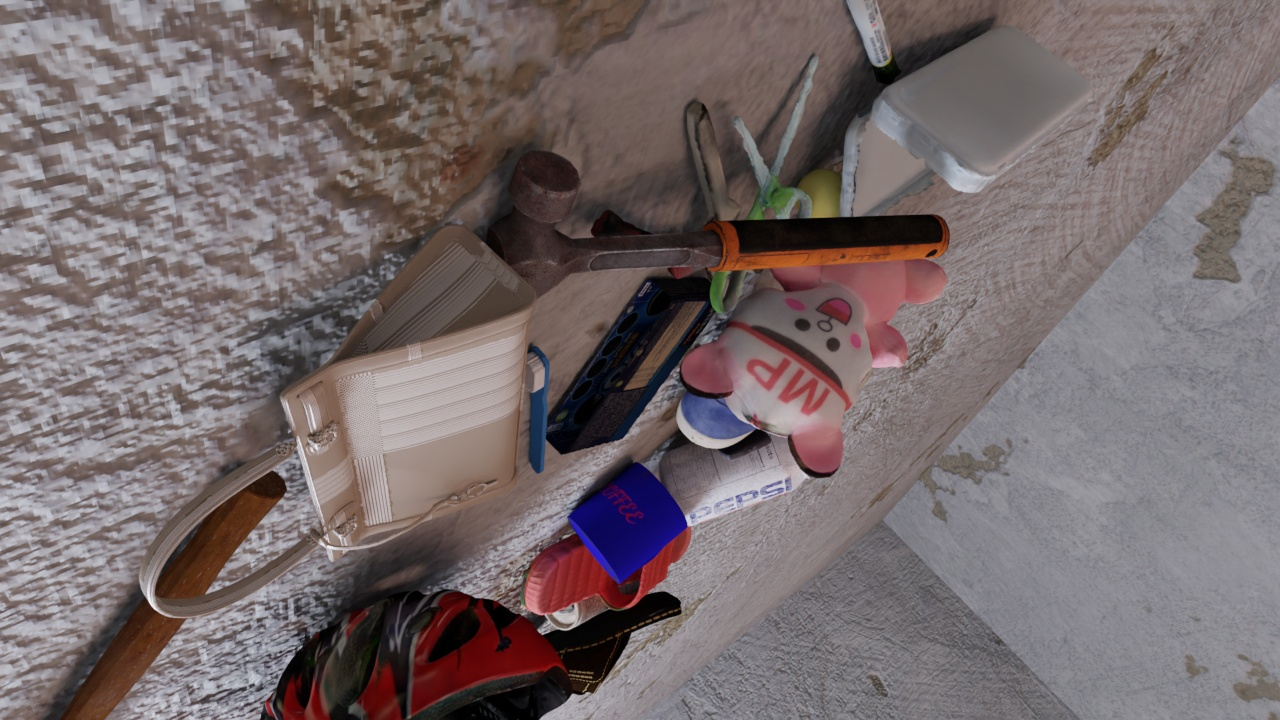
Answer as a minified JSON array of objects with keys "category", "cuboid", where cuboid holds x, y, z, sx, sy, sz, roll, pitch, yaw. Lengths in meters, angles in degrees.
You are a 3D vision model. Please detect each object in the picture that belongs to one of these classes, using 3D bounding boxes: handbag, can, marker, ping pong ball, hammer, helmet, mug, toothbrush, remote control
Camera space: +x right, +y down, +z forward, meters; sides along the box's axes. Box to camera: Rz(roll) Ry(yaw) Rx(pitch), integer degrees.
[{"category":"handbag","cuboid":[-0.147,0.052,0.449,0.197,0.062,0.176,-36,158,-30]},{"category":"can","cuboid":[0.092,0.108,0.911,0.136,0.078,0.078,-21,162,12]},{"category":"marker","cuboid":[0.138,-0.203,0.552,0.017,0.017,0.146,-47,158,10]},{"category":"ping pong ball","cuboid":[0.133,-0.119,0.667,0.040,0.040,0.040,-36,158,-18]},{"category":"hammer","cuboid":[0.057,-0.058,0.541,0.313,0.035,0.138,-7,144,-30]},{"category":"helmet","cuboid":[-0.171,0.263,0.677,0.217,0.167,0.272,-43,159,-1]},{"category":"mug","cuboid":[-0.008,0.163,0.880,0.083,0.079,0.111,-37,140,-14]},{"category":"toothbrush","cuboid":[-0.074,0.042,0.639,0.014,0.016,0.167,-33,157,-25]},{"category":"can","cuboid":[-0.047,0.254,1.033,0.135,0.054,0.054,-12,143,-52]},{"category":"hammer","cuboid":[-0.290,0.179,0.500,0.323,0.033,0.115,-50,156,14]},{"category":"remote control","cuboid":[0.086,0.069,0.877,0.046,0.009,0.124,-23,-166,-7]}]

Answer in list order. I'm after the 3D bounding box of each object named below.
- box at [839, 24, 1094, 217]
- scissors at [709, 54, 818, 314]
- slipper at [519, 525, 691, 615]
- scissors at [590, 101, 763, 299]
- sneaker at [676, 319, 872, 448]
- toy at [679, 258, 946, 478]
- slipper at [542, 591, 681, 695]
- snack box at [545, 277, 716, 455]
[{"category":"box","cuboid":[0.222,-0.158,0.672,0.214,0.106,0.125,-32,164,-37]},{"category":"scissors","cuboid":[0.084,-0.110,0.591,0.167,0.023,0.172,-9,127,-52]},{"category":"slipper","cuboid":[-0.016,0.212,0.963,0.248,0.059,0.104,-7,116,-49]},{"category":"scissors","cuboid":[0.034,-0.082,0.571,0.186,0.015,0.180,-25,144,-36]},{"category":"sneaker","cuboid":[0.141,-0.013,0.826,0.232,0.091,0.119,-20,147,-30]},{"category":"toy","cuboid":[0.136,-0.025,0.702,0.212,0.142,0.084,-55,-170,-23]},{"category":"slipper","cuboid":[-0.072,0.338,1.037,0.268,0.075,0.113,-24,170,4]},{"category":"snack box","cuboid":[-0.004,0.004,0.675,0.150,0.027,0.082,-54,159,24]}]
